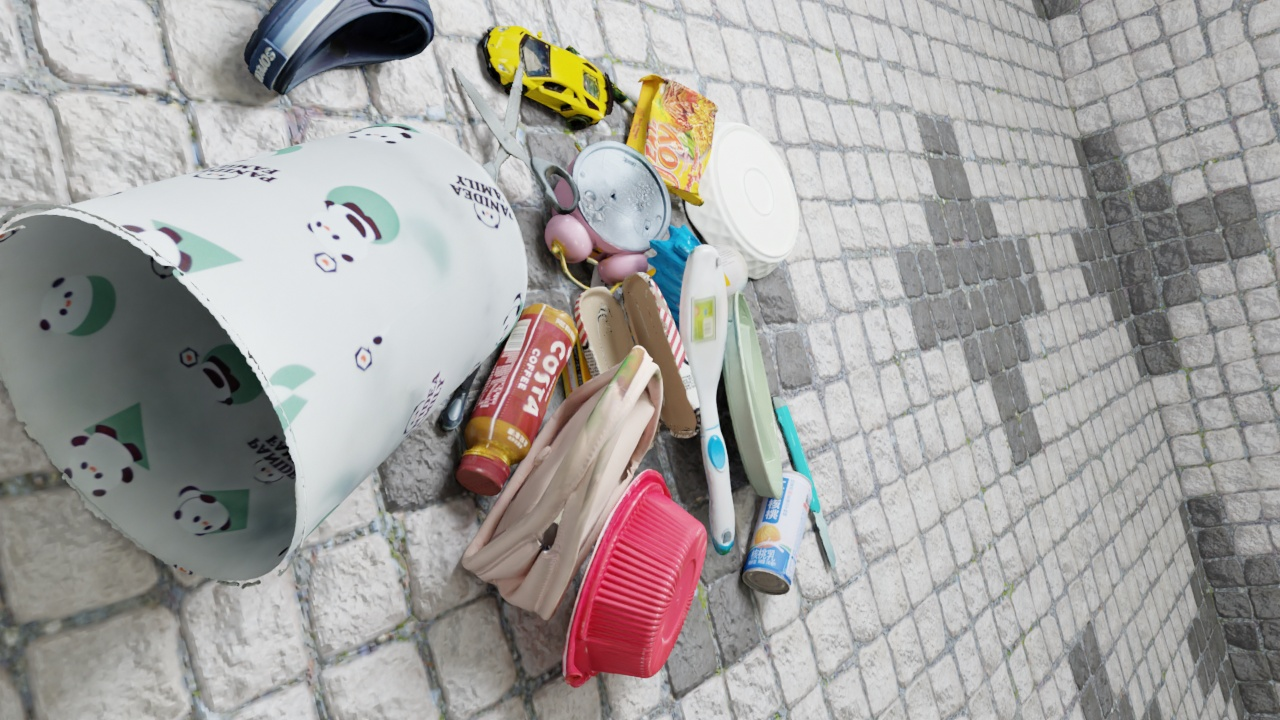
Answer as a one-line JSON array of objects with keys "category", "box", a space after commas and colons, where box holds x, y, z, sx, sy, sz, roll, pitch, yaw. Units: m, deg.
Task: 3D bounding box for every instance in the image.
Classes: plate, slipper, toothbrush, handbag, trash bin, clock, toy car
[{"category": "plate", "box": [0.119, 0.038, 0.989, 0.230, 0.027, 0.230, -11, 89, -77]}, {"category": "slipper", "box": [-0.210, -0.290, 0.742, 0.095, 0.105, 0.252, 45, 50, -19]}, {"category": "toothbrush", "box": [-0.015, -0.290, 1.028, 0.185, 0.017, 0.012, 33, 90, -36]}, {"category": "handbag", "box": [-0.042, 0.078, 0.707, 0.093, 0.235, 0.192, 31, 55, -1]}, {"category": "trash bin", "box": [-0.214, -0.029, 0.576, 0.229, 0.230, 0.251, 61, 36, -14]}, {"category": "toothbrush", "box": [-0.034, -0.130, 0.954, 0.016, 0.016, 0.179, 25, 60, -30]}, {"category": "clock", "box": [-0.036, -0.137, 0.909, 0.117, 0.060, 0.158, 25, 61, -27]}, {"category": "plate", "box": [0.131, -0.204, 1.141, 0.204, 0.046, 0.204, 17, 66, -44]}, {"category": "toy car", "box": [-0.091, -0.287, 0.925, 0.155, 0.041, 0.071, 15, 66, -43]}]

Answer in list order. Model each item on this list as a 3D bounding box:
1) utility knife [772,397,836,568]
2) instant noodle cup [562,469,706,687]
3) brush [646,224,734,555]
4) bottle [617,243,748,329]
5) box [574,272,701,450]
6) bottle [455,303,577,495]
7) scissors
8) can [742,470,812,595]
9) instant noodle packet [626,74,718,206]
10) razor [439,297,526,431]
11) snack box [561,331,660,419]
[{"category": "utility knife", "box": [0.202, 0.149, 1.125, 0.029, 0.013, 0.222, -17, 88, -51]}, {"category": "instant noodle cup", "box": [0.005, 0.191, 0.773, 0.193, 0.066, 0.194, 17, 89, -74]}, {"category": "brush", "box": [0.055, 0.032, 0.895, 0.060, 0.109, 0.315, -12, 114, -26]}, {"category": "bottle", "box": [0.045, -0.076, 0.983, 0.189, 0.068, 0.068, -27, 98, -48]}, {"category": "box", "box": [-0.007, 0.006, 0.852, 0.087, 0.076, 0.162, -23, 98, -24]}, {"category": "bottle", "box": [-0.107, 0.032, 0.787, 0.057, 0.058, 0.174, 43, 49, -30]}, {"category": "scissors", "box": [-0.125, -0.197, 0.849, 0.181, 0.014, 0.159, 40, 67, -1]}, {"category": "can", "box": [0.155, 0.191, 1.028, 0.053, 0.053, 0.134, 45, 48, -28]}, {"category": "instant noodle packet", "box": [0.036, -0.247, 1.033, 0.110, 0.044, 0.128, 16, 80, -34]}, {"category": "razor", "box": [-0.141, -0.001, 0.788, 0.042, 0.022, 0.142, 20, 62, -6]}, {"category": "snack box", "box": [-0.018, 0.016, 0.911, 0.140, 0.034, 0.087, -1, 78, -47]}]
